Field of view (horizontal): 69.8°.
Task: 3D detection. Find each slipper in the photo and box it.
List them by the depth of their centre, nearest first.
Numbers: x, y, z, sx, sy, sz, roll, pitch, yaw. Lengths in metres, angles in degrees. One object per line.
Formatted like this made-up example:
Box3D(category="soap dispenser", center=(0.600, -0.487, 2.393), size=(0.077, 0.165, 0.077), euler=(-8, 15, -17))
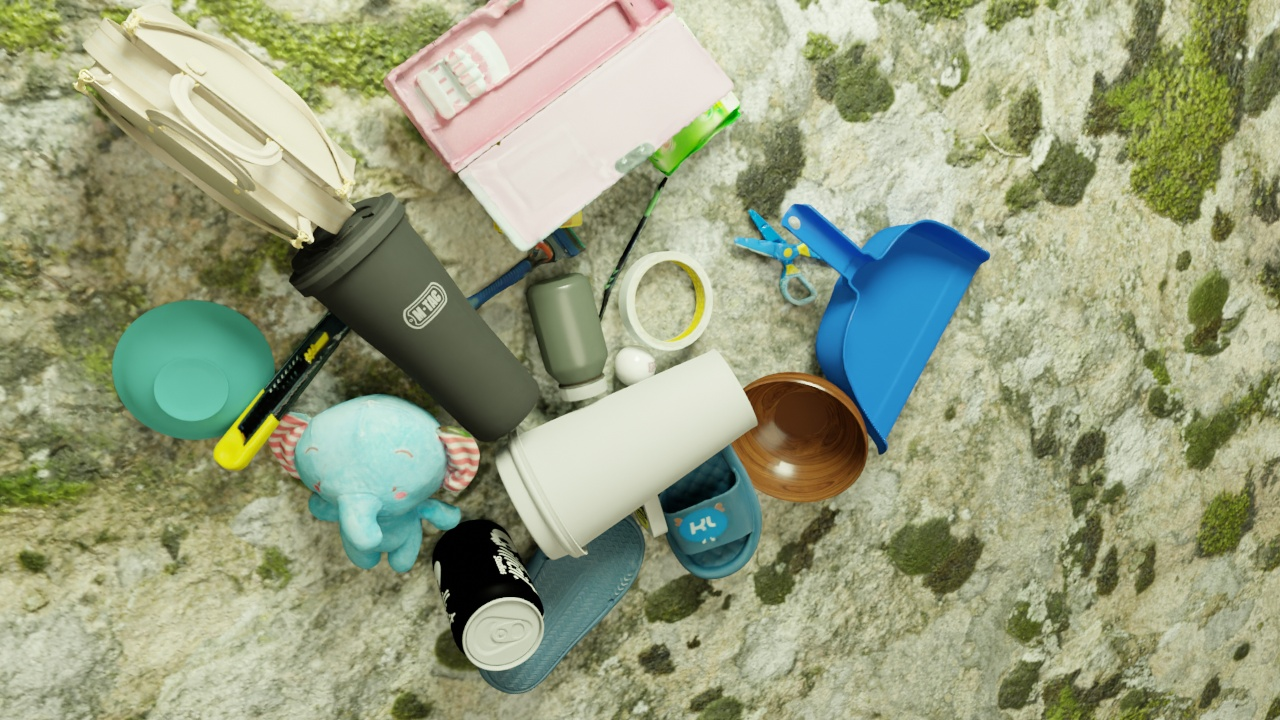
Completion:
Box3D(category="slipper", center=(-0.085, 0.233, 0.919), size=(0.104, 0.059, 0.213), euler=(45, 76, -19))
Box3D(category="slipper", center=(0.063, 0.132, 0.928), size=(0.104, 0.059, 0.214), euler=(-15, 110, 6))

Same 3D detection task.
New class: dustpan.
Box3D(category="dustpan", center=(0.227, -0.069, 0.919), size=(0.257, 0.060, 0.245), euler=(35, 80, -23))

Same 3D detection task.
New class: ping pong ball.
Box3D(category="ping pong ball", center=(-0.005, 0.005, 0.879), size=(0.040, 0.040, 0.040), euler=(-7, 110, -19))

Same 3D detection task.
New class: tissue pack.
Box3D(category="tissue pack", center=(0.027, -0.235, 0.814), size=(0.099, 0.034, 0.114), euler=(-42, 116, -2))

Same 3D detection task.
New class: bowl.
Box3D(category="bowl", center=(-0.360, 0.016, 0.741), size=(0.121, 0.046, 0.121), euler=(-7, 110, -19))
Box3D(category="bowl", center=(0.161, 0.066, 0.940), size=(0.147, 0.068, 0.147), euler=(10, 122, 15))

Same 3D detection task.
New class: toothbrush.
Box3D(category="toothbrush", center=(-0.021, -0.087, 0.857), size=(0.017, 0.014, 0.188), euler=(24, 98, -19))

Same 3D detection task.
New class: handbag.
Box3D(category="handbag", center=(-0.282, -0.154, 0.627), size=(0.194, 0.198, 0.101), euler=(39, 91, -27))

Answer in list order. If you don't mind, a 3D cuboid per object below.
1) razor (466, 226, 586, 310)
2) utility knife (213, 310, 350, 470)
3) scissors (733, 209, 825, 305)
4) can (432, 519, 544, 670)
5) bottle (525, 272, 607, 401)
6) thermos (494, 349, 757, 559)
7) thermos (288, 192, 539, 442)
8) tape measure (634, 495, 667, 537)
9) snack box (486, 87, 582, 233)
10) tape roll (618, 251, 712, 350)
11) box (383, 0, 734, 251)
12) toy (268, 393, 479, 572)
Box3D(category="razor", center=(-0.117, -0.076, 0.821), size=(0.141, 0.018, 0.044), euler=(-35, 83, -4))
Box3D(category="utility knife", center=(-0.289, 0.012, 0.767), size=(0.029, 0.020, 0.186), euler=(34, 80, 6))
Box3D(category="scissors", center=(0.139, -0.099, 0.918), size=(0.132, 0.020, 0.097), euler=(10, 101, -25))
Box3D(category="can", center=(-0.141, 0.210, 0.838), size=(0.080, 0.146, 0.080), euler=(-7, 110, -19))
Box3D(category="bottle", center=(-0.063, -0.021, 0.828), size=(0.060, 0.060, 0.108), euler=(-17, 102, -15))
Box3D(category="thermos", center=(-0.010, 0.078, 0.841), size=(0.222, 0.131, 0.131), euler=(-29, 116, -3))
Box3D(category="thermos", center=(-0.179, -0.030, 0.758), size=(0.106, 0.106, 0.218), euler=(-42, 115, -4))
Box3D(category="tape measure", center=(0.004, 0.140, 0.918), size=(0.016, 0.064, 0.065), euler=(-22, 108, -14))
Box3D(category="snack box", center=(-0.093, -0.187, 0.780), size=(0.075, 0.025, 0.152), euler=(-8, 106, -19))
Box3D(category="tape roll", center=(0.025, -0.056, 0.869), size=(0.094, 0.019, 0.094), euler=(-3, 97, -27))
Box3D(category="box", center=(-0.063, -0.222, 0.742), size=(0.232, 0.051, 0.180), euler=(-38, 101, -9))
Box3D(category="toy", center=(-0.233, 0.116, 0.794), size=(0.183, 0.114, 0.181), euler=(5, 113, -1))
